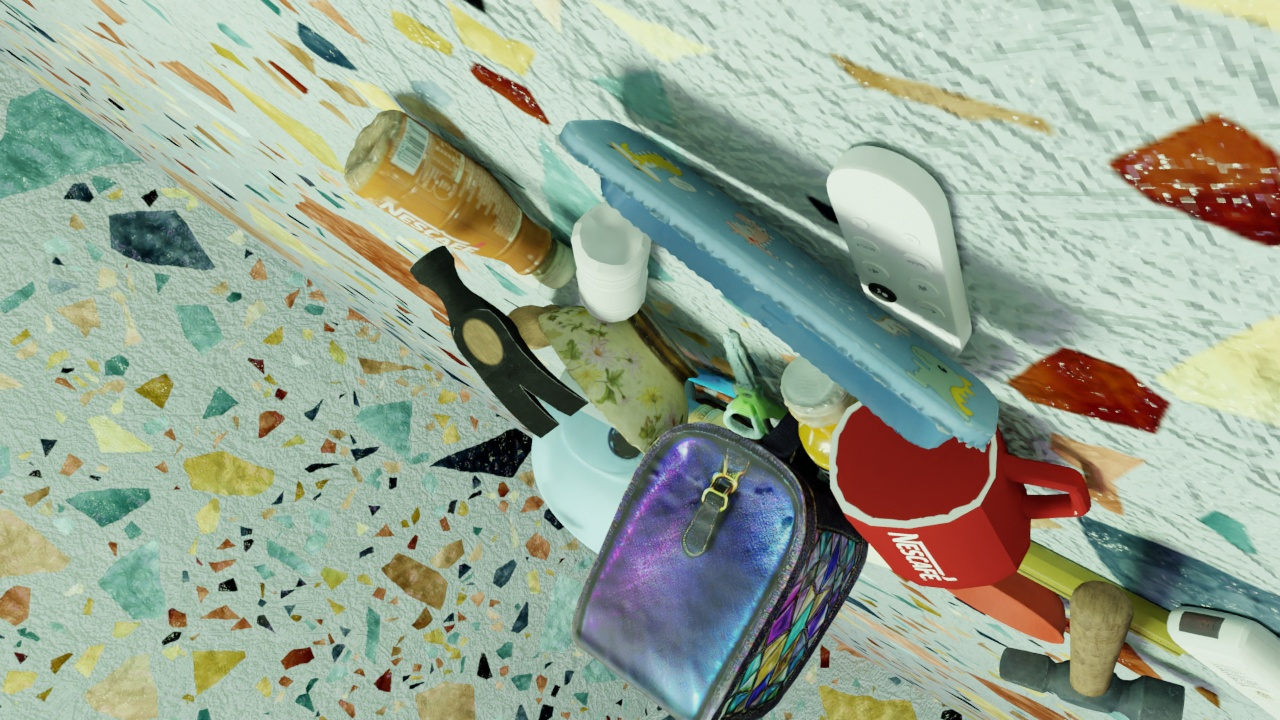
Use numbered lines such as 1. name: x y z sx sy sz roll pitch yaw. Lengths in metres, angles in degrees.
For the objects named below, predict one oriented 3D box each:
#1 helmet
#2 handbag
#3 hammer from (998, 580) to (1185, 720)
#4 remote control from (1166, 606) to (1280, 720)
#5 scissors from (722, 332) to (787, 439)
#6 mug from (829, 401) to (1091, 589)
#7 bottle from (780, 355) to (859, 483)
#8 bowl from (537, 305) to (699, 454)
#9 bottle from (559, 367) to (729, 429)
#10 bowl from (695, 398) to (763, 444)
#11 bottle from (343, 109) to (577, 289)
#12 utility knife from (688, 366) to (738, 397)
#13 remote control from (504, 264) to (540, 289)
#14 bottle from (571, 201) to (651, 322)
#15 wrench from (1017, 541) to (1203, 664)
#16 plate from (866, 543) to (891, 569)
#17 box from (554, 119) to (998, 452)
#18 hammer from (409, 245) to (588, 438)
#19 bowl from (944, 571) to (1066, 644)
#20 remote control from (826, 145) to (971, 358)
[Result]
1. helmet: -0.007 0.131 0.982 0.266 0.166 0.225 34 171 31
2. handbag: 0.074 0.136 0.656 0.125 0.222 0.204 28 179 28
3. hammer: 0.299 0.196 0.608 0.129 0.040 0.322 9 158 28
4. remote control: 0.381 0.192 0.539 0.138 0.025 0.060 36 169 -4
5. scissors: 0.081 0.021 0.675 0.065 0.033 0.174 10 159 23
6. mug: 0.171 0.067 0.484 0.117 0.080 0.096 -9 146 29
7. bottle: 0.134 0.054 0.571 0.053 0.053 0.186 25 166 37
8. bowl: -0.004 0.004 0.666 0.145 0.063 0.145 49 -176 -5
9. bottle: 0.006 0.033 0.794 0.161 0.072 0.046 24 149 40
10. bowl: 0.074 0.066 0.846 0.119 0.032 0.119 32 169 7
11. bottle: -0.111 -0.098 0.611 0.167 0.059 0.059 31 173 -36
12. utility knife: 0.015 -0.001 0.767 0.198 0.015 0.031 20 159 37
13. remote control: -0.088 -0.080 0.733 0.033 0.012 0.131 33 169 -7
14. bottle: -0.017 -0.054 0.564 0.044 0.044 0.136 32 169 6
15. wrench: 0.269 0.139 0.642 0.273 0.018 0.083 28 168 26
16. plate: 0.181 0.149 0.841 0.182 0.034 0.182 22 169 4
17. box: 0.061 -0.035 0.400 0.209 0.039 0.126 38 -178 10
18. hammer: -0.083 -0.020 0.705 0.132 0.040 0.305 53 -175 -1
19. bowl: 0.279 0.173 0.719 0.122 0.035 0.122 32 169 7
20. remote control: 0.106 -0.038 0.367 0.043 0.013 0.136 26 167 34
